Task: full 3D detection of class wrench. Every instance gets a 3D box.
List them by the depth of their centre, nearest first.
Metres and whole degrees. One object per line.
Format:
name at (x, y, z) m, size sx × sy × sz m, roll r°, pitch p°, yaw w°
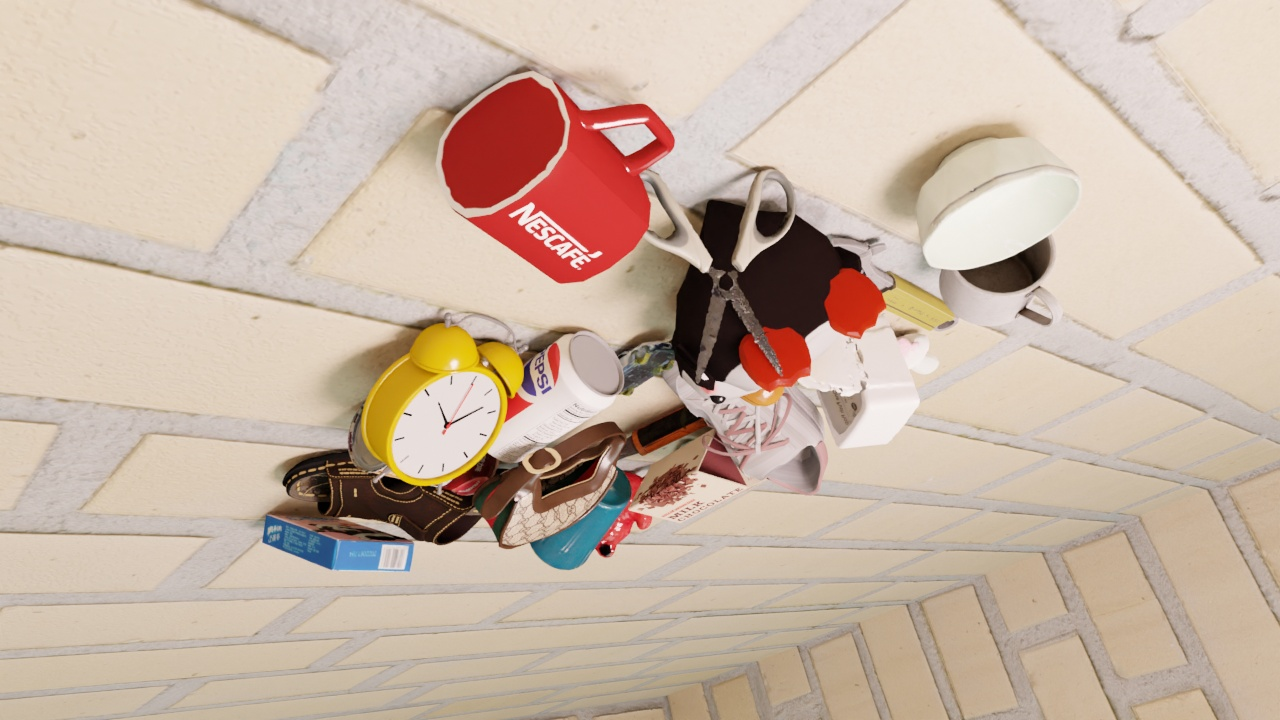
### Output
wrench at (0.222, -0.061, 0.832) m, size 0.084 × 0.018 × 0.273 m, roll -32°, pitch 150°, yaw 31°

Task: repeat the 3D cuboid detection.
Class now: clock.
clock at (-0.154, 0.032, 0.730) m, size 0.113 × 0.052 × 0.152 m, roll 24°, pitch 99°, yaw -53°

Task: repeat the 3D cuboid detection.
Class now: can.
can at (-0.082, 0.033, 0.793) m, size 0.132 × 0.070 × 0.070 m, roll -33°, pitch 149°, yaw 32°

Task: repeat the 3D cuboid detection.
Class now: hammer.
hammer at (0.010, 0.076, 0.974) m, size 0.315 × 0.035 × 0.137 m, roll -28°, pitch 151°, yaw 22°

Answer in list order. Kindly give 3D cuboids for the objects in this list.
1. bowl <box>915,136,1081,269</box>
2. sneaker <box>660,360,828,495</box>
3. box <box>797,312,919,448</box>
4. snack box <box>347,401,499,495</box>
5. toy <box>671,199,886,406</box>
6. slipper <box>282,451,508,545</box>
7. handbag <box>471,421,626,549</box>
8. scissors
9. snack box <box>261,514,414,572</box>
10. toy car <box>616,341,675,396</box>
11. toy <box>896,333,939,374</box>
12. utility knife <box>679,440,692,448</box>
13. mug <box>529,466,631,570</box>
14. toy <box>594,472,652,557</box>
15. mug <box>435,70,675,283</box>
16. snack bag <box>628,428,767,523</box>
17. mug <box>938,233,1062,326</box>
bowl at (0.255, -0.123, 0.677) m, size 0.117 × 0.061 × 0.118 m, roll -12°, pitch 154°, yaw -6°
sneaker at (0.110, 0.062, 0.880) m, size 0.099 × 0.089 × 0.236 m, roll -37°, pitch 131°, yaw 24°
box at (0.181, 0.013, 0.857) m, size 0.132 × 0.107 × 0.152 m, roll -9°, pitch 151°, yaw -13°
snack box at (-0.191, 0.077, 0.820) m, size 0.072 × 0.072 × 0.121 m, roll -27°, pitch 152°, yaw 23°
toy at (0.077, -0.034, 0.718) m, size 0.159 × 0.140 × 0.184 m, roll -34°, pitch 172°, yaw -17°
slipper at (-0.215, 0.144, 0.910) m, size 0.267 × 0.075 × 0.113 m, roll 9°, pitch 146°, yaw -22°
handbag at (-0.079, 0.107, 0.847) m, size 0.139 × 0.063 × 0.166 m, roll -51°, pitch 157°, yaw 24°
scissors at (0.055, -0.069, 0.609) m, size 0.157 × 0.171 × 0.013 m, roll -47°, pitch -172°, yaw -21°
snack box at (-0.311, 0.185, 0.937) m, size 0.154 × 0.033 × 0.087 m, roll 3°, pitch 172°, yaw 44°
toy car at (-0.005, 0.005, 0.828) m, size 0.038 × 0.027 × 0.090 m, roll 16°, pitch 141°, yaw -43°
toy at (0.266, -0.002, 0.953) m, size 0.079 × 0.038 × 0.122 m, roll -23°, pitch 160°, yaw 13°
utility knife at (0.042, 0.132, 1.122) m, size 0.022 × 0.015 × 0.141 m, roll -25°, pitch 160°, yaw -25°
mug at (-0.062, 0.163, 0.984) m, size 0.078 × 0.078 × 0.122 m, roll 3°, pitch 141°, yaw -34°
toy at (-0.025, 0.166, 1.124) m, size 0.133 × 0.088 × 0.094 m, roll -37°, pitch -174°, yaw 1°
mug at (-0.040, -0.109, 0.524) m, size 0.116 × 0.080 × 0.096 m, roll -31°, pitch 151°, yaw 16°
snack bag at (0.078, 0.116, 0.978) m, size 0.095 × 0.070 × 0.205 m, roll -34°, pitch 167°, yaw 32°
mug at (0.301, -0.066, 0.760) m, size 0.084 × 0.113 × 0.070 m, roll -32°, pitch 157°, yaw -3°
